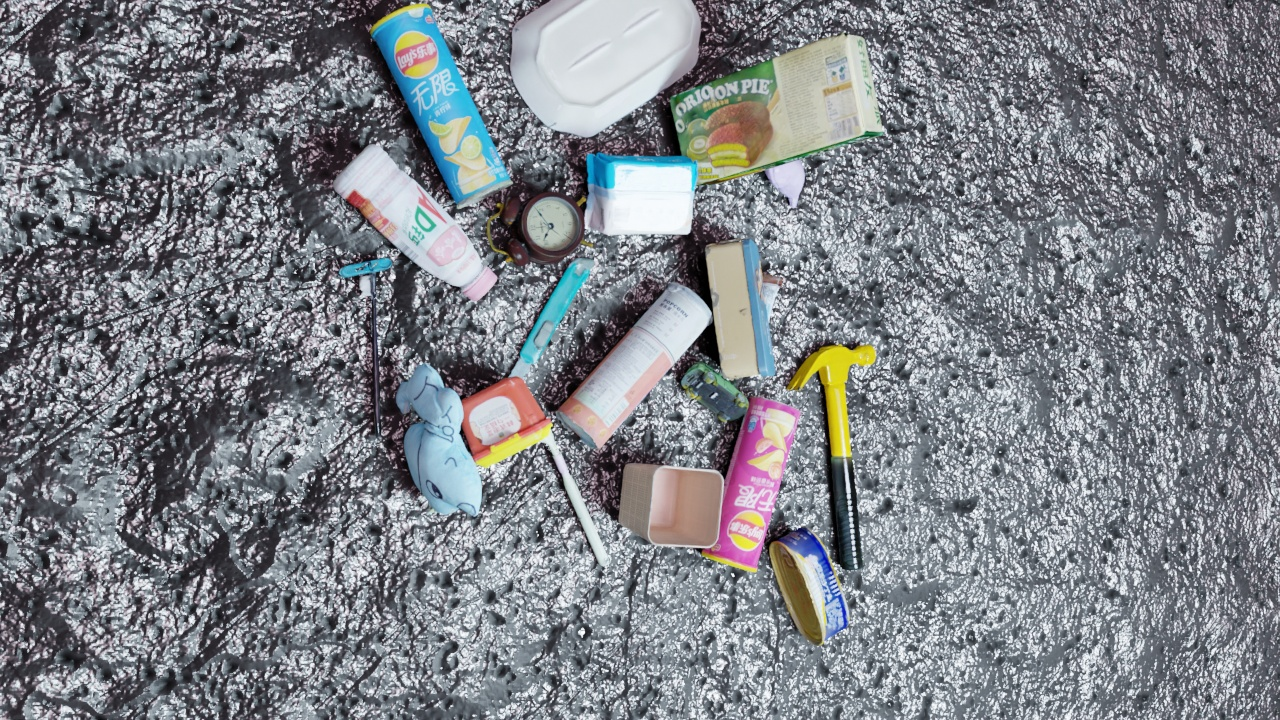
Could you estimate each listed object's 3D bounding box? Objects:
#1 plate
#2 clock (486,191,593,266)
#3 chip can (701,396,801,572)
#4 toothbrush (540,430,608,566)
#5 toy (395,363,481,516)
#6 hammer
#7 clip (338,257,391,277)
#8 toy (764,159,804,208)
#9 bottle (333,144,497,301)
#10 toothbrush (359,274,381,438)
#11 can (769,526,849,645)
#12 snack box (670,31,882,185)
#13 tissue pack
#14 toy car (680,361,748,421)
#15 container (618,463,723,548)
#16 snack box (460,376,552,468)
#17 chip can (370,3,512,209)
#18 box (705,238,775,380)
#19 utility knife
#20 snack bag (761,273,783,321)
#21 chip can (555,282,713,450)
[{"bbox_3d":[-0.033,-0.385,1.109,0.265,0.034,0.162,-37,103,-18],"label":"plate"},{"bbox_3d":[-0.119,-0.152,1.061,0.121,0.055,0.082,-10,93,-20],"label":"clock"},{"bbox_3d":[0.141,0.154,1.154,0.071,0.071,0.210,21,82,-21],"label":"chip can"},{"bbox_3d":[-0.080,0.162,1.094,0.029,0.020,0.189,-37,107,-52],"label":"toothbrush"},{"bbox_3d":[-0.221,0.095,0.996,0.049,0.161,0.157,-18,137,-47],"label":"toy"},{"bbox_3d":[0.268,0.129,1.227,0.128,0.033,0.300,-7,92,-22],"label":"hammer"},{"bbox_3d":[-0.301,-0.101,1.004,0.056,0.042,0.014,-16,98,-23],"label":"clip"},{"bbox_3d":[0.184,-0.249,1.175,0.108,0.039,0.084,11,80,-61],"label":"toy"},{"bbox_3d":[-0.241,-0.146,1.007,0.197,0.068,0.068,44,74,-19],"label":"bottle"},{"bbox_3d":[-0.295,-0.005,1.009,0.018,0.016,0.181,-4,90,-16],"label":"toothbrush"},{"bbox_3d":[0.218,0.290,1.183,0.049,0.075,0.148,-24,98,-24],"label":"can"},{"bbox_3d":[0.155,-0.288,1.079,0.063,0.241,0.114,-18,96,-52],"label":"snack box"},{"bbox_3d":[0.001,-0.200,1.097,0.140,0.063,0.090,-3,112,-20],"label":"tissue pack"},{"bbox_3d":[0.094,0.039,1.151,0.091,0.043,0.036,39,34,-11],"label":"toy car"},{"bbox_3d":[0.031,0.167,1.088,0.089,0.111,0.090,7,87,-22],"label":"container"},{"bbox_3d":[-0.155,0.066,1.025,0.091,0.082,0.080,-26,91,3],"label":"snack box"},{"bbox_3d":[-0.217,-0.278,1.013,0.071,0.071,0.210,-29,100,-20],"label":"chip can"},{"bbox_3d":[0.125,-0.055,1.130,0.061,0.089,0.184,-10,89,15],"label":"box"},{"bbox_3d":[-0.114,-0.033,1.084,0.029,0.013,0.215,32,79,-18],"label":"utility knife"},{"bbox_3d":[0.153,-0.061,1.185,0.048,0.026,0.104,10,84,2],"label":"snack bag"},{"bbox_3d":[-0.006,0.006,1.096,0.071,0.071,0.214,46,74,-15],"label":"chip can"}]
